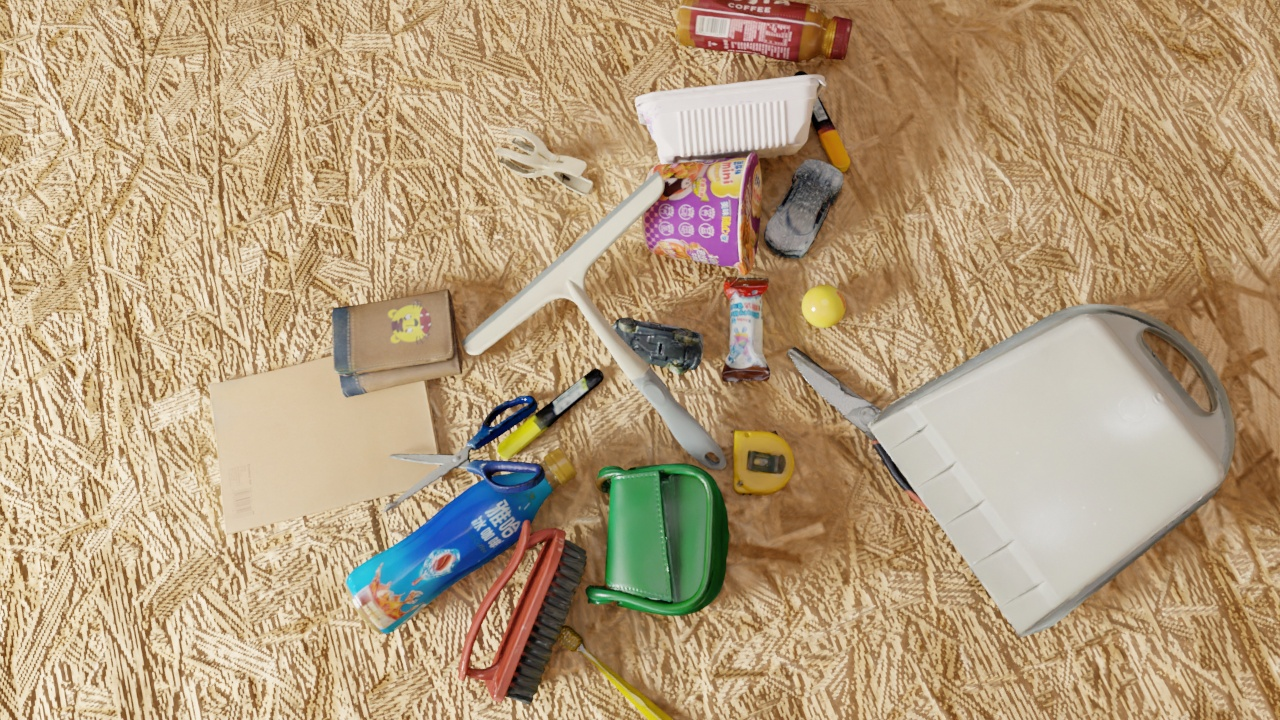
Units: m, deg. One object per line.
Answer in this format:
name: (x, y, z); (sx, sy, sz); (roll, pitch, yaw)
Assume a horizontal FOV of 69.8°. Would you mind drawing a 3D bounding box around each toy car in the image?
toy car: (0.015, -0.017, 0.858); (0.090, 0.043, 0.034); (10, 35, 9)
toy car: (0.158, -0.148, 0.890); (0.049, 0.031, 0.105); (25, 78, 13)

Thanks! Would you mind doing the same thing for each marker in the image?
marker: (0.182, -0.242, 0.926); (0.018, 0.015, 0.123); (-18, 70, -2)
marker: (-0.083, 0.050, 0.862); (0.124, 0.015, 0.018); (-40, 67, -10)

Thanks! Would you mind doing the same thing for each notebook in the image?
notebook: (-0.303, 0.069, 0.876); (0.211, 0.012, 0.149); (-14, 74, 1)

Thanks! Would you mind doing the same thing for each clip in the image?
clip: (-0.096, -0.199, 0.923); (0.101, 0.076, 0.034); (28, 77, 13)

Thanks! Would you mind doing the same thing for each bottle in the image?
bottle: (0.126, -0.340, 0.937); (0.175, 0.057, 0.057); (12, 74, 8)
bottle: (-0.153, 0.152, 0.808); (0.218, 0.065, 0.065); (-36, 73, -6)

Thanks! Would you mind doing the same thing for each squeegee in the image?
squeegee: (-0.005, 0.005, 0.823); (0.247, 0.039, 0.246); (-39, 90, 14)

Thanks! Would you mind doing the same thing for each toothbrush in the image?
toothbrush: (0.000, 0.290, 0.778); (0.190, 0.016, 0.015); (38, 80, 14)

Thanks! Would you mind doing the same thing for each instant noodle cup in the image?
instant noodle cup: (0.085, -0.223, 0.877); (0.173, 0.138, 0.060); (-4, 95, 3)
instant noodle cup: (0.058, -0.140, 0.862); (0.099, 0.111, 0.111); (6, 73, 14)

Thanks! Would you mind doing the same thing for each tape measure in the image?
tape measure: (0.109, 0.091, 0.823); (0.057, 0.029, 0.060); (2, 74, 5)

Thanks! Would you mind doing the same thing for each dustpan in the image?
dustpan: (0.381, 0.070, 0.805); (0.258, 0.142, 0.222); (-39, 73, 19)

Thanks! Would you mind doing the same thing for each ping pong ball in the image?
ping pong ball: (0.170, -0.051, 0.854); (0.040, 0.040, 0.040); (-1, 73, 5)

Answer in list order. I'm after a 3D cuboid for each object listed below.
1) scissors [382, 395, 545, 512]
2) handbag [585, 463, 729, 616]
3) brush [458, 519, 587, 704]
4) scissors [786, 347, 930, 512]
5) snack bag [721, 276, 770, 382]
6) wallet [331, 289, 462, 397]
scissors: (-0.151, 0.086, 0.820); (0.162, 0.012, 0.175); (19, 49, 40)
handbag: (0.015, 0.153, 0.798); (0.120, 0.068, 0.131); (0, 74, 14)
brush: (-0.100, 0.211, 0.779); (0.069, 0.063, 0.145); (25, 79, -12)
scissors: (0.228, 0.049, 0.832); (0.177, 0.015, 0.210); (-14, 73, 2)
snack bag: (0.099, -0.030, 0.862); (0.045, 0.026, 0.105); (1, 75, 2)
wallet: (-0.232, -0.018, 0.875); (0.115, 0.033, 0.090); (-10, 73, -3)
